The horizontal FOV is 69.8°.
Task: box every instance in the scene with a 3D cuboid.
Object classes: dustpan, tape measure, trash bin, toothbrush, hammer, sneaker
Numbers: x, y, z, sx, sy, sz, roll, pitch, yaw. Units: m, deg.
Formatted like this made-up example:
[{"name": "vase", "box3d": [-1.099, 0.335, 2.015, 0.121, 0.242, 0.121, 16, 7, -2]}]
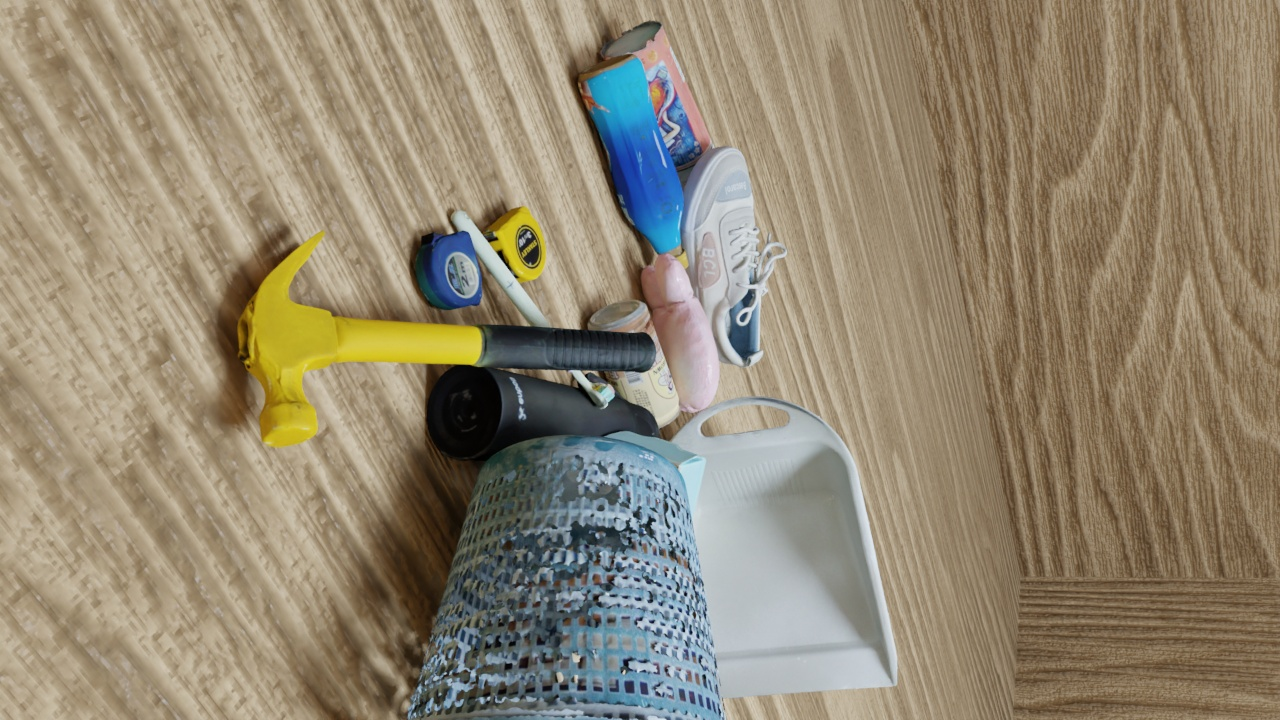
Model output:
[{"name": "dustpan", "box3d": [0.117, 0.178, 0.898, 0.143, 0.223, 0.257, 63, 21, -53]}, {"name": "tape measure", "box3d": [-0.140, -0.064, 0.668, 0.054, 0.025, 0.058, -24, 101, -59]}, {"name": "trash bin", "box3d": [-0.043, 0.166, 0.609, 0.226, 0.227, 0.194, 47, 36, -47]}, {"name": "toothbrush", "box3d": [-0.084, -0.040, 0.713, 0.189, 0.020, 0.029, 52, 13, -11]}, {"name": "hammer", "box3d": [-0.108, -0.011, 0.603, 0.300, 0.033, 0.128, 3, 64, -42]}, {"name": "tape measure", "box3d": [-0.102, -0.091, 0.740, 0.059, 0.029, 0.057, -57, 131, -51]}, {"name": "sneaker", "box3d": [0.099, -0.103, 0.979, 0.089, 0.091, 0.242, -22, 123, -34]}]

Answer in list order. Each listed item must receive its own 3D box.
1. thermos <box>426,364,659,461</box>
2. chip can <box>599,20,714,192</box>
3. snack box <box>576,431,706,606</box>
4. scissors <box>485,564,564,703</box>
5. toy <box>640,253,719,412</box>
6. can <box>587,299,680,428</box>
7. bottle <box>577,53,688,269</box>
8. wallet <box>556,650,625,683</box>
[{"name": "thermos", "box3d": [-0.071, 0.043, 0.742, 0.242, 0.068, 0.090, 16, 42, -62]}, {"name": "chip can", "box3d": [0.034, -0.248, 0.980, 0.215, 0.071, 0.071, 60, 36, -36]}, {"name": "snack box", "box3d": [-0.006, 0.150, 0.743, 0.051, 0.074, 0.175, -1, 106, -60]}, {"name": "scissors", "box3d": [-0.084, 0.243, 0.722, 0.159, 0.014, 0.180, 5, 77, -63]}, {"name": "toy", "box3d": [0.038, -0.026, 0.920, 0.054, 0.121, 0.159, -13, 87, -19]}, {"name": "can", "box3d": [-0.005, 0.005, 0.866, 0.058, 0.059, 0.116, -53, 129, -52]}, {"name": "bottle", "box3d": [0.002, -0.188, 0.915, 0.065, 0.065, 0.219, -53, 129, -52]}, {"name": "wallet", "box3d": [-0.037, 0.274, 0.780, 0.115, 0.024, 0.087, -16, 97, -71]}]
